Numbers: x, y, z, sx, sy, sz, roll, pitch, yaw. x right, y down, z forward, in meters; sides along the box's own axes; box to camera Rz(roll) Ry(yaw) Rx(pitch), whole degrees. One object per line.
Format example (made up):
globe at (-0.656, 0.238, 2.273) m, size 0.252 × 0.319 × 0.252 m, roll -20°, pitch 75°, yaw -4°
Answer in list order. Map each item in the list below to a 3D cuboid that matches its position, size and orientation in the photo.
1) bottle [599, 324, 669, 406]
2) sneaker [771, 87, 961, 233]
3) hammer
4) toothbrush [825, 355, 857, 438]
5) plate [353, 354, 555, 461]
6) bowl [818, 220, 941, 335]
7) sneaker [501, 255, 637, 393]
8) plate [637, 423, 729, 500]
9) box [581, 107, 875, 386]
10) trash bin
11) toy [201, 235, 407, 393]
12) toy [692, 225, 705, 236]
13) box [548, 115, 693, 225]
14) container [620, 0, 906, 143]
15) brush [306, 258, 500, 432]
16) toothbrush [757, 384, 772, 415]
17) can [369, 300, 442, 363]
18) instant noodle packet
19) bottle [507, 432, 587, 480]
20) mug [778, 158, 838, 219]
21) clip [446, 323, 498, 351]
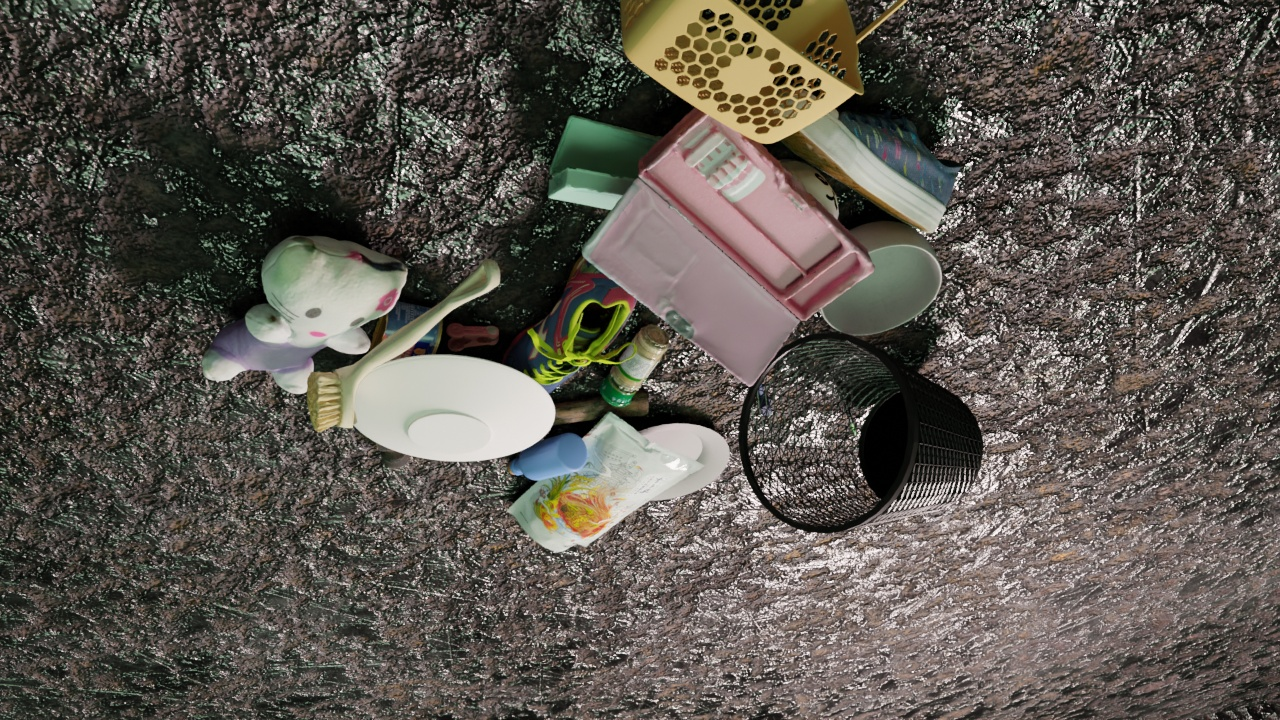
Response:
bottle at (-0.006, 0.006, 1.055) m, size 0.042 × 0.042 × 0.110 m, roll 14°, pitch 133°, yaw -26°
sneaker at (0.212, -0.201, 0.854) m, size 0.235 × 0.087 × 0.079 m, roll 24°, pitch 101°, yaw -35°
hammer at (-0.154, 0.064, 1.100) m, size 0.330 × 0.033 × 0.120 m, roll -7°, pitch 138°, yaw -5°
toothbrush at (0.264, 0.050, 1.186) m, size 0.017 × 0.014 × 0.188 m, roll -26°, pitch 138°, yaw 5°
plate at (-0.210, 0.070, 1.014) m, size 0.229 × 0.030 × 0.230 m, roll -2°, pitch 146°, yaw -1°
bowl at (0.246, -0.095, 0.977) m, size 0.132 × 0.064 × 0.132 m, roll -6°, pitch 139°, yaw -5°
sneaker at (-0.084, -0.014, 0.978) m, size 0.116 × 0.091 × 0.243 m, roll 14°, pitch 134°, yaw -29°
plate at (0.031, 0.131, 1.223) m, size 0.172 × 0.019 × 0.173 m, roll -6°, pitch 139°, yaw -5°
box at (0.080, -0.102, 0.833) m, size 0.180 × 0.055 × 0.232 m, roll -45°, pitch 120°, yaw 12°
trash bin at (0.276, 0.095, 1.081) m, size 0.242 × 0.216 × 0.218 m, roll 12°, pitch 136°, yaw -47°
toy at (-0.324, -0.047, 0.893) m, size 0.210 × 0.085 × 0.137 m, roll -37°, pitch 147°, yaw 30°
toy at (0.040, -0.096, 0.948) m, size 0.087 × 0.050 × 0.113 m, roll 0°, pitch 144°, yaw -12°
box at (0.012, -0.178, 0.863) m, size 0.188 × 0.079 × 0.077 m, roll 7°, pitch 176°, yaw -20°
container at (0.095, -0.274, 0.694) m, size 0.183 × 0.129 × 0.167 m, roll 23°, pitch 138°, yaw -33°
brush at (-0.234, -0.014, 0.885) m, size 0.273 × 0.062 × 0.077 m, roll -36°, pitch 162°, yaw 24°
toothbrush at (0.138, 0.009, 1.108) m, size 0.016 × 0.017 × 0.190 m, roll -17°, pitch 139°, yaw 6°
can at (-0.250, -0.016, 0.968) m, size 0.059 × 0.053 × 0.100 m, roll 11°, pitch 134°, yaw -22°
instant noodle packet at (-0.055, 0.169, 1.197) m, size 0.146 × 0.057 × 0.270 m, roll 28°, pitch 135°, yaw -22°
bottle at (-0.123, 0.125, 1.146) m, size 0.048 × 0.048 × 0.131 m, roll 25°, pitch 151°, yaw -34°
mug at (0.155, -0.135, 0.902) m, size 0.090 × 0.076 × 0.124 m, roll -28°, pitch 136°, yaw 19°
clip at (-0.182, -0.029, 0.995) m, size 0.057 × 0.022 × 0.035 m, roll -6°, pitch 137°, yaw -14°
